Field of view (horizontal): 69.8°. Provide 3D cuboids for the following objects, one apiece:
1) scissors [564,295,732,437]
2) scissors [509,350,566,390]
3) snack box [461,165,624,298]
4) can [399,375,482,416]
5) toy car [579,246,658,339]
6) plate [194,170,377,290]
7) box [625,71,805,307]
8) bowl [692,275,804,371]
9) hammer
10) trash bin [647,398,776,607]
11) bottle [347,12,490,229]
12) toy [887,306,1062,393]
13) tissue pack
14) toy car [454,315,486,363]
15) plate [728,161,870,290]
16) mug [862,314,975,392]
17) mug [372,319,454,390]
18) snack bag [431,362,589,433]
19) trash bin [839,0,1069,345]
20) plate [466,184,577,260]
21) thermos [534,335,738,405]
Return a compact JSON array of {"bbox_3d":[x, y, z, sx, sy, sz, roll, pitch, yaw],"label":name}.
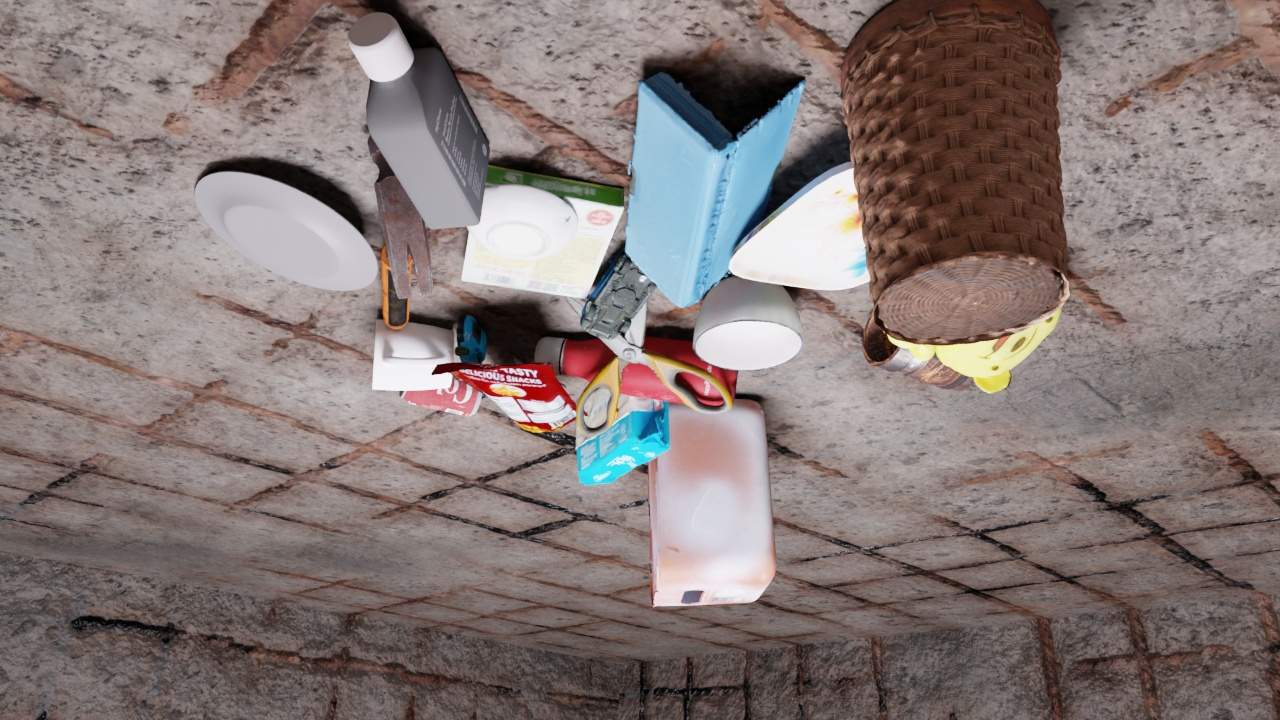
[{"bbox_3d":[0.003,0.010,1.020,0.229,0.016,0.226,18,123,1],"label":"scissors"},{"bbox_3d":[-0.157,0.021,1.184,0.147,0.014,0.141,-12,153,28],"label":"scissors"},{"bbox_3d":[-0.098,-0.118,0.881,0.132,0.027,0.168,8,153,-13],"label":"snack box"},{"bbox_3d":[-0.257,0.037,1.180,0.096,0.054,0.054,15,151,-24],"label":"can"},{"bbox_3d":[-0.020,-0.073,0.938,0.056,0.043,0.120,21,131,-23],"label":"toy car"},{"bbox_3d":[-0.340,-0.116,0.879,0.178,0.012,0.179,13,152,7],"label":"plate"},{"bbox_3d":[0.058,-0.156,0.788,0.112,0.094,0.232,-38,161,-20],"label":"box"},{"bbox_3d":[0.113,-0.042,0.971,0.116,0.065,0.116,1,153,0],"label":"bowl"},{"bbox_3d":[-0.233,-0.081,0.886,0.035,0.137,0.315,-10,166,-18],"label":"hammer"},{"bbox_3d":[0.089,0.188,1.233,0.157,0.259,0.182,-1,154,-2],"label":"trash bin"},{"bbox_3d":[-0.166,-0.183,0.693,0.046,0.083,0.174,-3,152,10],"label":"bottle"},{"bbox_3d":[0.326,-0.054,0.885,0.213,0.084,0.149,17,128,-40],"label":"toy"},{"bbox_3d":[-0.022,0.081,1.180,0.066,0.116,0.210,10,153,-25],"label":"tissue pack"},{"bbox_3d":[-0.197,-0.015,1.077,0.032,0.048,0.105,1,152,-3],"label":"toy car"},{"bbox_3d":[0.188,-0.119,0.826,0.186,0.016,0.188,4,153,-33],"label":"plate"},{"bbox_3d":[0.314,-0.030,0.986,0.107,0.080,0.116,15,123,-22],"label":"mug"},{"bbox_3d":[-0.260,-0.003,1.051,0.087,0.081,0.114,4,-175,-16],"label":"mug"},{"bbox_3d":[-0.141,0.038,1.071,0.139,0.066,0.208,5,168,14],"label":"snack bag"},{"bbox_3d":[0.220,-0.127,0.630,0.151,0.209,0.151,1,154,1],"label":"trash bin"},{"bbox_3d":[-0.109,-0.116,0.825,0.104,0.026,0.104,3,153,1],"label":"plate"},{"bbox_3d":[-0.006,0.006,1.074,0.240,0.073,0.073,7,154,7],"label":"thermos"}]
